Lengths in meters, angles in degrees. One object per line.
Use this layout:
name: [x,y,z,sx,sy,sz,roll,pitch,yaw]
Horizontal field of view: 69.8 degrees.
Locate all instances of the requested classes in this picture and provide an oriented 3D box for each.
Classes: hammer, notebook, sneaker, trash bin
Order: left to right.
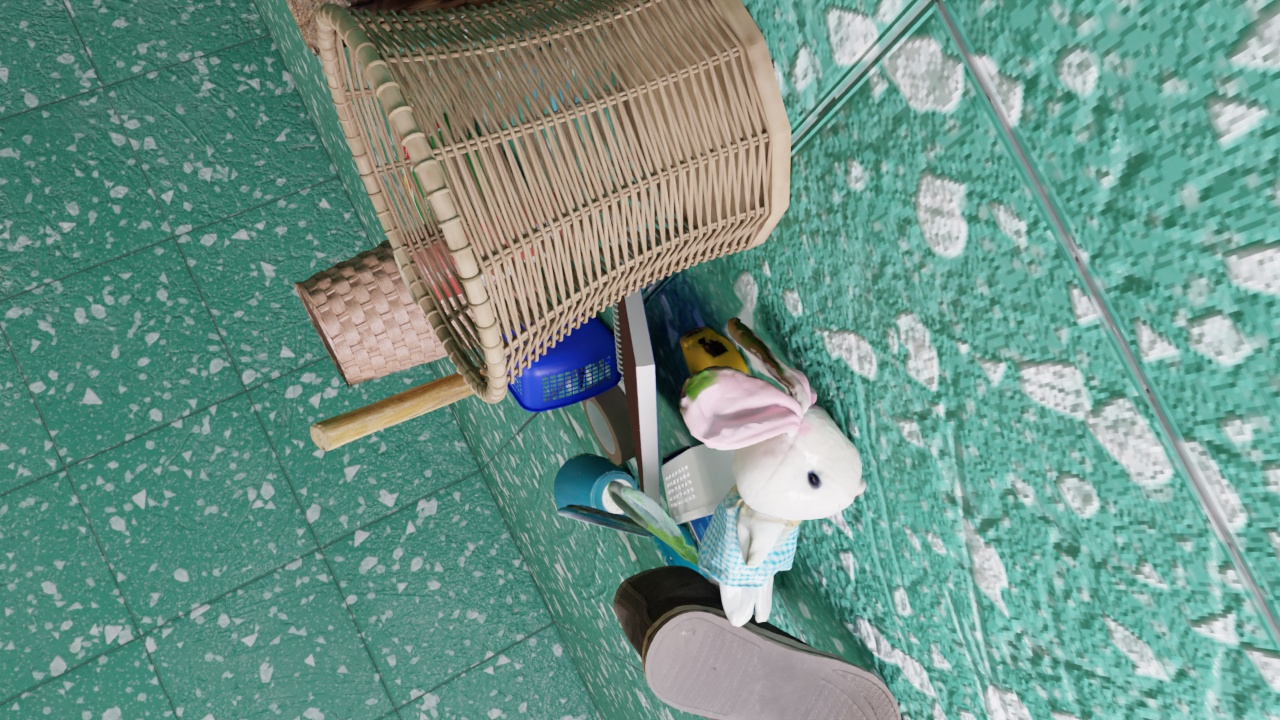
trash bin: [-0.229,-0.062,0.958,0.151,0.209,0.151,51,157,31]
hammer: [-0.189,0.027,0.967,0.132,0.329,0.033,30,125,32]
notebook: [-0.005,0.005,0.777,0.209,0.022,0.171,87,175,-51]
sneaker: [0.089,0.237,0.697,0.234,0.095,0.120,26,180,-17]

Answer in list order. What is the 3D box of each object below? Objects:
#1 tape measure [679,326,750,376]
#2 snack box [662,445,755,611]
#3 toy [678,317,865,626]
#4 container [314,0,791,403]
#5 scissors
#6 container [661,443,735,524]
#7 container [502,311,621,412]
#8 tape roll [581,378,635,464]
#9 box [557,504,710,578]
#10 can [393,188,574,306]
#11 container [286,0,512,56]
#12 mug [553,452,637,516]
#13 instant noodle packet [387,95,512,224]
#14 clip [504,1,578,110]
tape measure: [0.059,0.014,0.692,0.059,0.030,0.068,36,147,61]
snack box: [0.065,0.152,0.821,0.154,0.033,0.088,64,180,2]
toy: [0.086,0.089,0.581,0.106,0.130,0.206,9,115,21]
container: [-0.048,-0.119,0.534,0.227,0.196,0.227,55,160,30]
scissors: [0.038,0.155,0.743,0.175,0.033,0.072,50,156,-18]
container: [0.062,0.092,0.717,0.129,0.080,0.049,129,126,-71]
container: [-0.084,-0.006,0.944,0.096,0.114,0.058,48,148,43]
tape roll: [-0.032,0.069,1.030,0.093,0.030,0.094,54,160,30]
box: [0.014,0.178,0.898,0.181,0.074,0.227,39,175,6]
can: [-0.145,-0.109,0.876,0.067,0.170,0.067,54,159,32]
container: [-0.134,-0.277,0.563,0.114,0.198,0.113,4,118,62]
mug: [-0.040,0.170,1.139,0.112,0.084,0.104,40,164,-19]
instant noodle packet: [-0.220,-0.203,1.093,0.253,0.090,0.196,40,151,29]
clip: [-0.079,-0.255,0.728,0.113,0.028,0.127,25,138,61]
